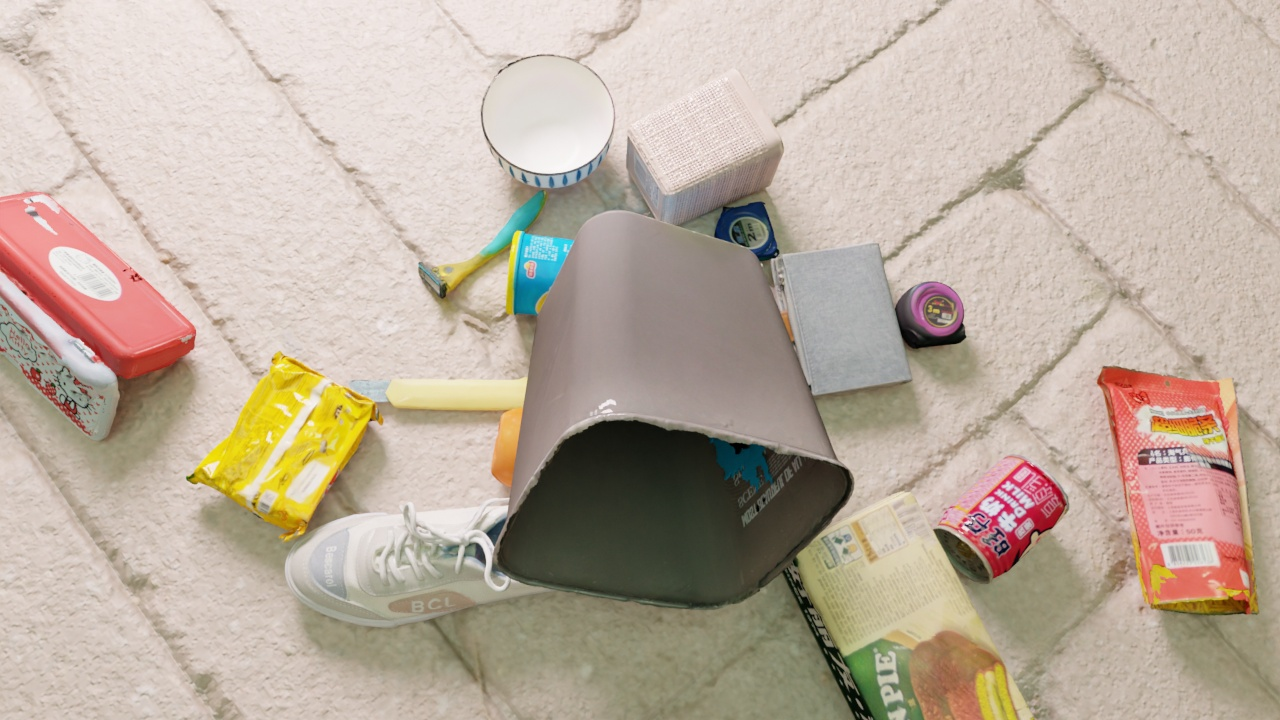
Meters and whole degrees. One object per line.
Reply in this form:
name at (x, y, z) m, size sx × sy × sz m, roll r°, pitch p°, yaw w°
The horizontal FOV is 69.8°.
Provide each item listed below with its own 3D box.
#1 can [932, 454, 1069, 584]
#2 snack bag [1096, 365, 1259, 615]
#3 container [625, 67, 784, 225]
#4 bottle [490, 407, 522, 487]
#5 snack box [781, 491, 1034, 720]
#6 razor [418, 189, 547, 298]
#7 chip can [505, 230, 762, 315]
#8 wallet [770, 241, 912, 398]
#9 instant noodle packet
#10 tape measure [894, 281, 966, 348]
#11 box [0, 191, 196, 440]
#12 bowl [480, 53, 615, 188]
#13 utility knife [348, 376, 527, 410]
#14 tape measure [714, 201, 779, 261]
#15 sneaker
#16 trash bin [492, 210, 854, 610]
can at (0.294, 0.131, 0.754) m, size 0.093 × 0.067 × 0.066 m, roll -38°, pitch 81°, yaw -14°
snack bag at (0.461, 0.107, 0.781) m, size 0.128 × 0.073 × 0.207 m, roll 5°, pitch 69°, yaw -8°
container at (0.052, -0.182, 0.811) m, size 0.111 × 0.090 × 0.090 m, roll -28°, pitch 78°, yaw -9°
bottle at (-0.044, 0.080, 0.745) m, size 0.149 × 0.067 × 0.066 m, roll 11°, pitch 73°, yaw -10°
snack box at (0.213, 0.234, 0.720) m, size 0.114 × 0.063 × 0.240 m, roll -24°, pitch 78°, yaw -11°
razor at (-0.132, -0.104, 0.803) m, size 0.132 × 0.028 × 0.043 m, roll -41°, pitch 50°, yaw -12°
chip can at (-0.006, -0.062, 0.780) m, size 0.210 × 0.071 × 0.071 m, roll 7°, pitch 74°, yaw -4°
wallet at (0.172, -0.034, 0.805) m, size 0.106 × 0.037 × 0.129 m, roll -8°, pitch 77°, yaw -7°
instant noodle packet at (-0.281, 0.070, 0.733) m, size 0.111 × 0.044 × 0.128 m, roll 26°, pitch 70°, yaw 10°
tape measure at (0.255, -0.040, 0.813) m, size 0.057 × 0.039 × 0.058 m, roll -9°, pitch 80°, yaw -8°
box at (-0.470, -0.038, 0.751) m, size 0.201 × 0.100 × 0.094 m, roll 40°, pitch 34°, yaw 8°
bowl at (-0.081, -0.203, 0.815) m, size 0.116 × 0.066 × 0.116 m, roll 1°, pitch 75°, yaw -4°
utility knife at (-0.152, 0.026, 0.769) m, size 0.182 × 0.019 × 0.031 m, roll 3°, pitch 70°, yaw -10°
tape measure at (0.094, -0.113, 0.826) m, size 0.054 × 0.025 × 0.058 m, roll -11°, pitch 67°, yaw -7°
sneaker at (-0.151, 0.152, 0.697) m, size 0.242 × 0.091 × 0.089 m, roll -5°, pitch 74°, yaw -6°
trash bin at (0.013, 0.031, 0.653) m, size 0.198 × 0.200 × 0.219 m, roll 15°, pitch 44°, yaw -19°
